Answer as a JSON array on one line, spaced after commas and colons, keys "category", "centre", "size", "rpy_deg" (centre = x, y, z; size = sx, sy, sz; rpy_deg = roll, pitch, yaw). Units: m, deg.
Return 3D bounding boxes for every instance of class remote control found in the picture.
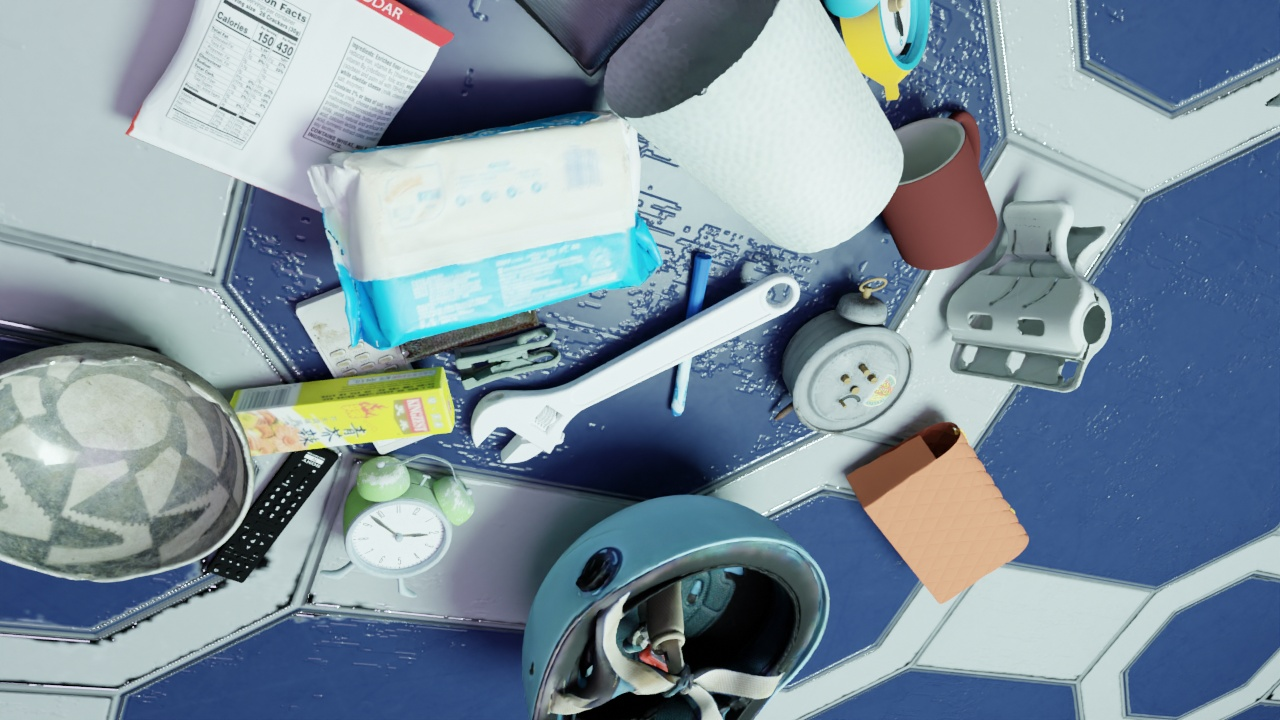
[{"category": "remote control", "centre": [-0.279, 0.116, 0.694], "size": [0.030, 0.009, 0.140], "rpy_deg": [31, 108, -31]}, {"category": "remote control", "centre": [-0.190, 0.008, 0.653], "size": [0.050, 0.011, 0.136], "rpy_deg": [-21, 125, -4]}]

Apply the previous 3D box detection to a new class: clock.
[{"category": "clock", "centre": [-0.185, 0.120, 0.708], "size": [0.094, 0.042, 0.119], "rpy_deg": [24, 112, -30]}, {"category": "clock", "centre": [0.168, -0.003, 0.736], "size": [0.103, 0.056, 0.148], "rpy_deg": [-1, 123, -18]}, {"category": "clock", "centre": [0.149, -0.233, 0.570], "size": [0.098, 0.044, 0.130], "rpy_deg": [-60, 136, -28]}]

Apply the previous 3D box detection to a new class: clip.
[{"category": "clip", "centre": [-0.097, -0.002, 0.671], "size": [0.076, 0.023, 0.045], "rpy_deg": [-15, 126, -6]}, {"category": "clip", "centre": [0.306, -0.051, 0.719], "size": [0.075, 0.125, 0.144], "rpy_deg": [18, 90, -31]}]

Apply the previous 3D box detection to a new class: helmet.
[{"category": "helmet", "centre": [0.017, 0.209, 0.752], "size": [0.266, 0.166, 0.225], "rpy_deg": [-44, 126, 13]}]

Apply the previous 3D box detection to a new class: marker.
[{"category": "marker", "centre": [0.038, -0.017, 0.712], "size": [0.013, 0.013, 0.142], "rpy_deg": [-2, 122, -17]}]

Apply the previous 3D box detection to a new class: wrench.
[{"category": "wrench", "centre": [-0.004, 0.004, 0.698], "size": [0.273, 0.018, 0.066], "rpy_deg": [-27, 125, 5]}]

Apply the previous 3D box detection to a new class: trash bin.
[{"category": "trash bin", "centre": [0.079, -0.154, 0.572], "size": [0.133, 0.133, 0.161], "rpy_deg": [-44, 129, 12]}]

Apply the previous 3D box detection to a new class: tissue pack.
[{"category": "tissue pack", "centre": [-0.086, -0.086, 0.566], "size": [0.209, 0.066, 0.117], "rpy_deg": [-15, 113, -20]}]

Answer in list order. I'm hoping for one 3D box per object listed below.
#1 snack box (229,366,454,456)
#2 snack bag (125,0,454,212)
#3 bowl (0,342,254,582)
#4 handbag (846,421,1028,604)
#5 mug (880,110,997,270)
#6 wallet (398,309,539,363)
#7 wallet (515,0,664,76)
[{"category": "snack box", "centre": [-0.207, 0.036, 0.641], "size": [0.148, 0.028, 0.040], "rpy_deg": [-7, 126, -3]}, {"category": "snack bag", "centre": [-0.199, -0.157, 0.523], "size": [0.130, 0.039, 0.144], "rpy_deg": [21, 122, -36]}, {"category": "bowl", "centre": [-0.341, 0.053, 0.590], "size": [0.178, 0.081, 0.179], "rpy_deg": [-8, 124, -12]}, {"category": "handbag", "centre": [0.281, 0.138, 0.858], "size": [0.109, 0.060, 0.172], "rpy_deg": [-34, 123, 12]}, {"category": "mug", "centre": [0.220, -0.131, 0.669], "size": [0.105, 0.073, 0.082], "rpy_deg": [-51, 127, -19]}, {"category": "wallet", "centre": [-0.128, -0.064, 0.619], "size": [0.099, 0.031, 0.120], "rpy_deg": [-17, 122, -10]}, {"category": "wallet", "centre": [-0.039, -0.237, 0.533], "size": [0.089, 0.026, 0.115], "rpy_deg": [-42, 115, 12]}]
